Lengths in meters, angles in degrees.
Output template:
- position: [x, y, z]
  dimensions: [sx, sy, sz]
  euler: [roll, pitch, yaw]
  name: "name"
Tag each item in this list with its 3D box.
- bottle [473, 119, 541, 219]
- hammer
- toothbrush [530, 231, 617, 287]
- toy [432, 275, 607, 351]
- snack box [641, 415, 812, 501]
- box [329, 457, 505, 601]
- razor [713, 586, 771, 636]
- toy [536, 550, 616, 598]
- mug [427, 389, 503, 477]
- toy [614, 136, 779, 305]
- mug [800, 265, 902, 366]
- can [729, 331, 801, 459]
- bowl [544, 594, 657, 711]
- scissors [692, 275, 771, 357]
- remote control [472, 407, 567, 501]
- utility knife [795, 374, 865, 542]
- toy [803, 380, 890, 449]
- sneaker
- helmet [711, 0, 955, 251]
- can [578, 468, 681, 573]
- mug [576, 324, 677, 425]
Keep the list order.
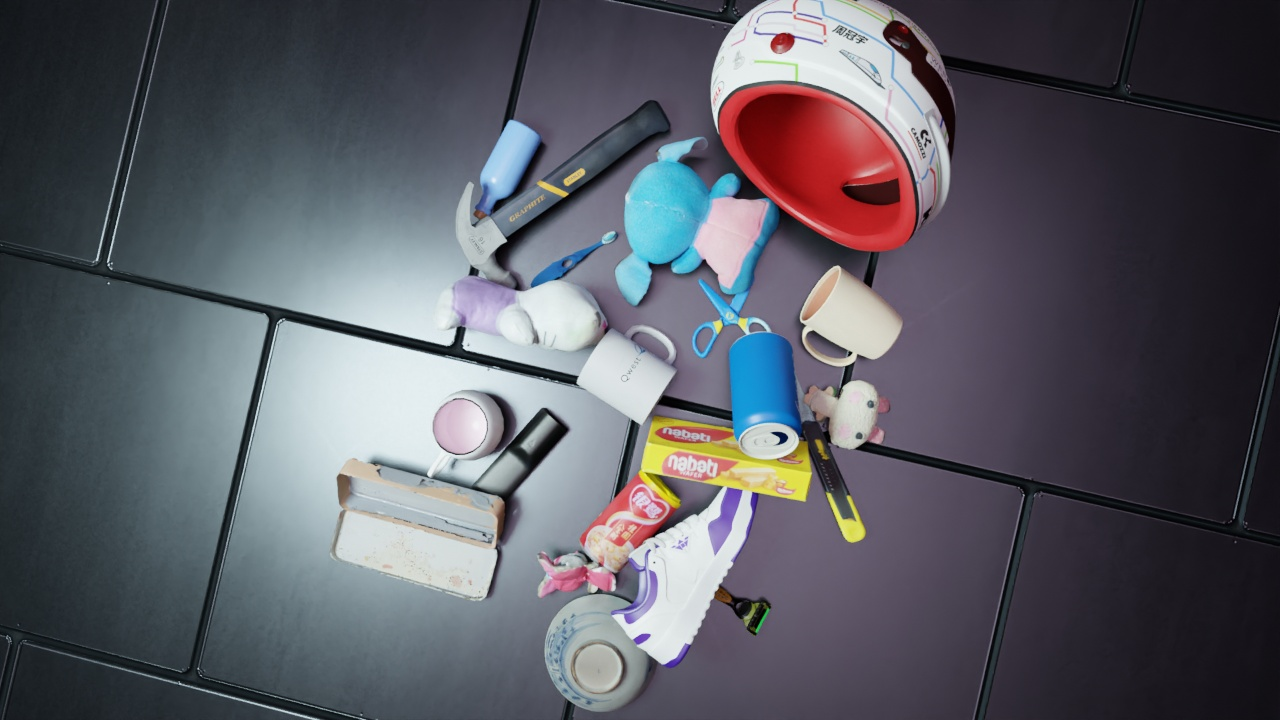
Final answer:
- position: [-0.177, -0.240, 1.178]
  dimensions: [0.048, 0.048, 0.131]
  euler: [28, 91, 4]
  name: "bottle"
- position: [-0.094, -0.222, 1.164]
  dimensions: [0.312, 0.035, 0.139]
  euler: [-35, 114, -3]
  name: "hammer"
- position: [-0.086, -0.131, 1.185]
  dimensions: [0.132, 0.016, 0.021]
  euler: [-32, 84, 2]
  name: "toothbrush"
- position: [-0.142, -0.059, 1.127]
  dimensions: [0.209, 0.137, 0.085]
  euler: [5, 92, -5]
  name: "toy"
- position: [0.106, 0.118, 1.124]
  dimensions: [0.201, 0.092, 0.042]
  euler: [10, 110, 4]
  name: "snack box"
- position: [-0.286, 0.215, 1.175]
  dimensions: [0.216, 0.071, 0.157]
  euler: [14, 101, 4]
  name: "box"
- position: [0.094, 0.290, 1.159]
  dimensions: [0.144, 0.021, 0.044]
  euler: [32, 72, 4]
  name: "razor"
- position: [-0.081, 0.268, 1.165]
  dimensions: [0.102, 0.050, 0.066]
  euler: [5, 124, 0]
  name: "toy"
- position: [-0.228, 0.096, 1.159]
  dimensions: [0.090, 0.076, 0.124]
  euler: [35, 91, 4]
  name: "mug"
- position: [0.066, -0.158, 1.141]
  dimensions: [0.191, 0.099, 0.224]
  euler: [23, 94, -5]
  name: "toy"
- position: [0.254, -0.043, 1.132]
  dimensions: [0.104, 0.085, 0.112]
  euler: [32, 119, -7]
  name: "mug"
- position: [0.149, 0.039, 1.101]
  dimensions: [0.079, 0.079, 0.145]
  euler: [-2, 49, 4]
  name: "can"
- position: [-0.052, 0.375, 1.148]
  dimensions: [0.151, 0.056, 0.151]
  euler: [0, 93, 4]
  name: "bowl"
- position: [0.118, -0.053, 1.169]
  dimensions: [0.130, 0.014, 0.125]
  euler: [29, 91, 4]
  name: "scissors"
- position: [-0.156, 0.126, 1.182]
  dimensions: [0.045, 0.021, 0.140]
  euler: [42, 93, 5]
  name: "remote control"
- position: [0.227, 0.118, 1.157]
  dimensions: [0.029, 0.020, 0.233]
  euler: [-23, 85, 1]
  name: "utility knife"
- position: [0.262, 0.066, 1.141]
  dimensions: [0.112, 0.050, 0.087]
  euler: [20, 94, -12]
  name: "toy"
- position: [0.049, 0.237, 1.113]
  dimensions: [0.111, 0.092, 0.243]
  euler: [30, 75, 0]
  name: "sneaker"
- position: [0.236, -0.292, 1.058]
  dimensions: [0.314, 0.232, 0.235]
  euler: [37, 60, 8]
  name: "helmet"
- position: [-0.012, 0.200, 1.146]
  dimensions: [0.066, 0.066, 0.124]
  euler: [42, 92, 4]
  name: "can"
- position: [-0.007, 0.007, 1.151]
  dimensions: [0.096, 0.083, 0.119]
  euler: [32, 62, 4]
  name: "mug"
